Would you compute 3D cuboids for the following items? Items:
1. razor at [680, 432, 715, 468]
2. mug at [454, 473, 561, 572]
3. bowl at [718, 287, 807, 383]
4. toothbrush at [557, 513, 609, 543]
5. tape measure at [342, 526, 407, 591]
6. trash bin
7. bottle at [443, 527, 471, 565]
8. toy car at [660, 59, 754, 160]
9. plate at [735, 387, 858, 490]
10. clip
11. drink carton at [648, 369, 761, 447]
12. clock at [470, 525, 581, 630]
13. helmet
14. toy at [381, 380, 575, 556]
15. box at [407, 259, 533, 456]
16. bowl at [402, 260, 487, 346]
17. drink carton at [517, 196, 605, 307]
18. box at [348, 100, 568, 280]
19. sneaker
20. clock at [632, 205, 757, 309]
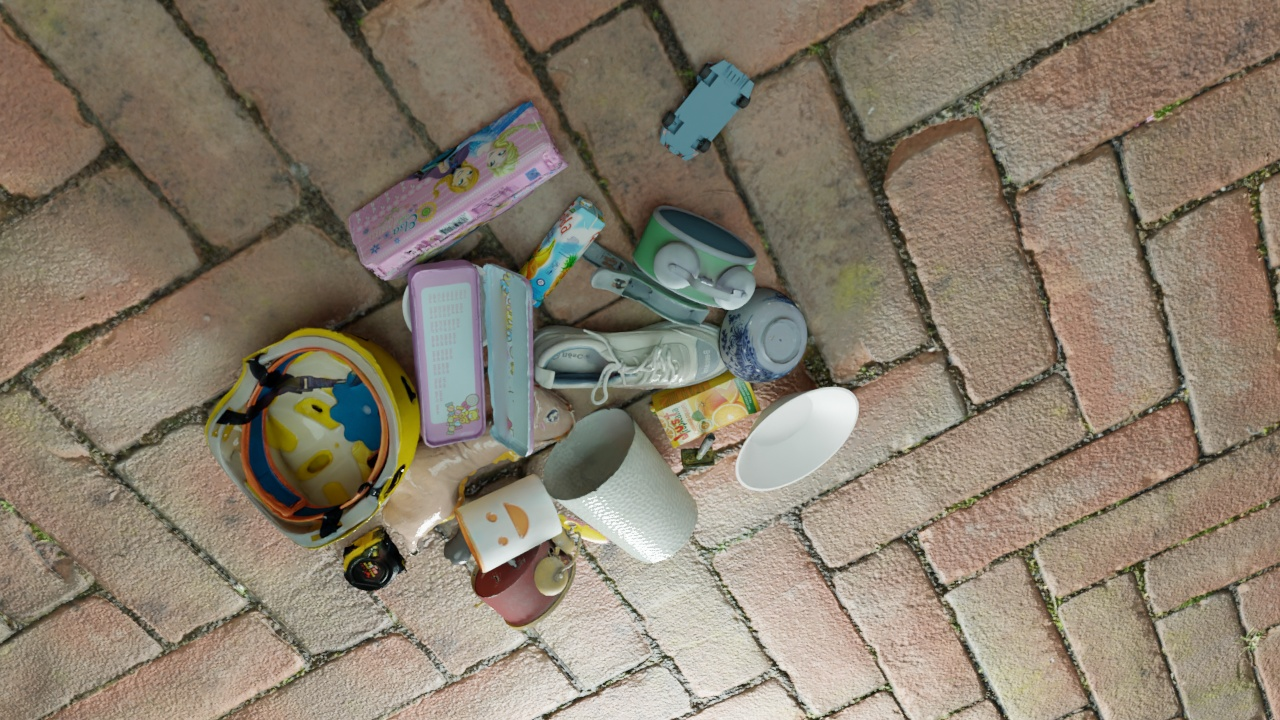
[{"bbox_3d":[0.077,0.107,1.118,0.042,0.026,0.106,-2,160,-7],"label":"razor"},{"bbox_3d":[-0.158,0.193,1.096,0.105,0.082,0.082,-25,121,-17],"label":"mug"},{"bbox_3d":[0.150,-0.025,1.052,0.114,0.045,0.114,-6,103,-26],"label":"bowl"},{"bbox_3d":[-0.096,0.208,1.185,0.135,0.016,0.021,31,105,-22],"label":"toothbrush"},{"bbox_3d":[-0.339,0.254,1.161,0.072,0.042,0.071,-26,120,1],"label":"tape measure"},{"bbox_3d":[-0.016,0.158,1.110,0.133,0.133,0.161,-35,123,11],"label":"trash bin"},{"bbox_3d":[-0.207,0.212,1.159,0.036,0.036,0.110,32,110,-23],"label":"bottle"},{"bbox_3d":[0.066,-0.260,0.946,0.060,0.027,0.108,31,120,-22],"label":"toy car"},{"bbox_3d":[0.184,0.086,1.127,0.173,0.036,0.174,-19,139,-18],"label":"plate"},{"bbox_3d":[0.002,-0.085,1.020,0.162,0.090,0.027,21,113,-33],"label":"clip"},{"bbox_3d":[0.076,0.053,1.111,0.122,0.041,0.058,-24,119,5],"label":"drink carton"},{"bbox_3d":[-0.139,0.257,1.145,0.159,0.116,0.081,-30,116,25],"label":"clock"},{"bbox_3d":[-0.326,0.067,0.996,0.209,0.139,0.240,45,107,4],"label":"helmet"},{"bbox_3d":[-0.196,0.130,1.110,0.264,0.065,0.196,-20,129,-5],"label":"toy"},{"bbox_3d":[-0.174,0.000,0.983,0.140,0.062,0.214,7,117,8],"label":"box"},{"bbox_3d":[-0.202,-0.066,1.005,0.110,0.040,0.110,-4,118,-7],"label":"bowl"},{"bbox_3d":[-0.088,-0.118,0.992,0.038,0.044,0.129,33,111,-23],"label":"drink carton"},{"bbox_3d":[-0.178,-0.159,0.947,0.230,0.084,0.090,-30,147,8],"label":"box"},{"bbox_3d":[-0.006,0.006,1.045,0.242,0.090,0.090,0,117,-9],"label":"sneaker"},{"bbox_3d":[0.059,-0.098,0.956,0.122,0.161,0.075,19,113,-17],"label":"clock"}]
